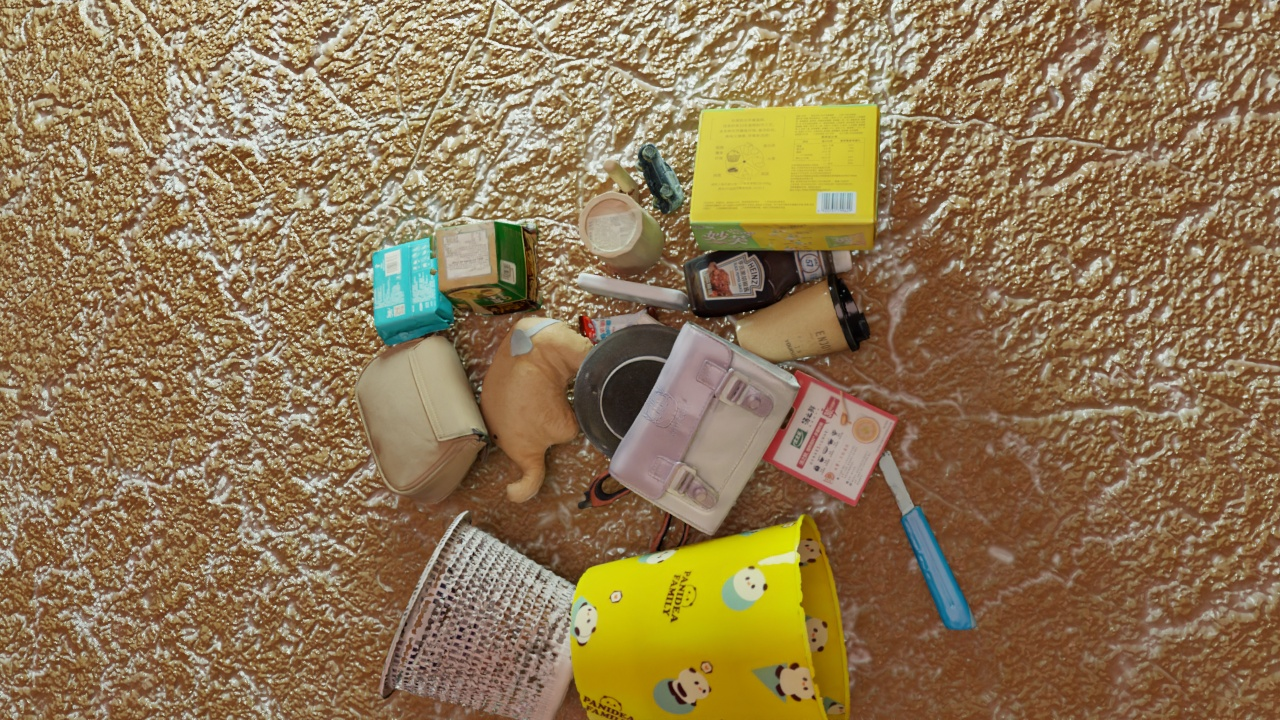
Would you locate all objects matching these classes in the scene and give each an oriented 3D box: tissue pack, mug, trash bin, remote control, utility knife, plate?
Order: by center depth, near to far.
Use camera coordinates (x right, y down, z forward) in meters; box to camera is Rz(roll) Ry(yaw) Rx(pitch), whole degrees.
[{"bbox_3d":[0.076,0.299,0.992,0.256,0.229,0.229,-12,82,17],"label":"trash bin"},{"bbox_3d":[0.320,0.204,1.038,0.034,0.018,0.214,-24,81,12],"label":"utility knife"},{"bbox_3d":[-0.163,0.313,1.060,0.192,0.227,0.227,22,90,2],"label":"trash bin"},{"bbox_3d":[0.009,0.046,1.085,0.179,0.024,0.179,-1,108,-3],"label":"plate"},{"bbox_3d":[-0.023,-0.172,1.110,0.084,0.103,0.124,-2,85,13],"label":"mug"},{"bbox_3d":[-0.008,-0.084,1.123,0.136,0.056,0.020,11,85,15],"label":"remote control"},{"bbox_3d":[-0.293,-0.090,1.181,0.093,0.050,0.133,-13,66,12],"label":"tissue pack"}]

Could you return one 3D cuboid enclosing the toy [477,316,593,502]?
[{"bbox_3d":[-0.137,0.057,1.130,0.143,0.082,0.226,17,93,31],"label":"toy"}]

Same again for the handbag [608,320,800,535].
[{"bbox_3d":[0.069,0.074,1.024,0.145,0.098,0.197,29,100,3],"label":"handbag"}]

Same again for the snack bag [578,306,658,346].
[{"bbox_3d":[-0.027,-0.040,1.138,0.105,0.026,0.045,-7,96,10],"label":"snack bag"}]

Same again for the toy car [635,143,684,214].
[{"bbox_3d":[0.024,-0.226,1.136,0.034,0.043,0.090,-23,82,-17],"label":"toy car"}]

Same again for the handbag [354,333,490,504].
[{"bbox_3d":[-0.267,0.072,1.144,0.148,0.099,0.204,-34,61,14],"label":"handbag"}]

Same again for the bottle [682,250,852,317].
[{"bbox_3d":[0.152,-0.104,1.093,0.195,0.044,0.080,-12,80,11],"label":"bottle"}]

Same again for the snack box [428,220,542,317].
[{"bbox_3d":[-0.194,-0.120,1.145,0.118,0.105,0.118,-7,84,12],"label":"snack box"}]

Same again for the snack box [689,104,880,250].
[{"bbox_3d":[0.169,-0.212,1.067,0.210,0.070,0.157,2,70,14],"label":"snack box"}]

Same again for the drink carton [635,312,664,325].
[{"bbox_3d":[-0.007,0.006,1.112,0.053,0.045,0.123,32,102,0],"label":"drink carton"}]

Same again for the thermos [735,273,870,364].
[{"bbox_3d":[0.187,-0.040,1.059,0.143,0.093,0.093,-19,81,18],"label":"thermos"}]

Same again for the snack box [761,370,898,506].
[{"bbox_3d":[0.215,0.089,1.061,0.127,0.044,0.113,27,92,13],"label":"snack box"}]

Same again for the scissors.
[{"bbox_3d":[0.031,0.142,1.089,0.227,0.015,0.189,-24,99,4],"label":"scissors"}]
